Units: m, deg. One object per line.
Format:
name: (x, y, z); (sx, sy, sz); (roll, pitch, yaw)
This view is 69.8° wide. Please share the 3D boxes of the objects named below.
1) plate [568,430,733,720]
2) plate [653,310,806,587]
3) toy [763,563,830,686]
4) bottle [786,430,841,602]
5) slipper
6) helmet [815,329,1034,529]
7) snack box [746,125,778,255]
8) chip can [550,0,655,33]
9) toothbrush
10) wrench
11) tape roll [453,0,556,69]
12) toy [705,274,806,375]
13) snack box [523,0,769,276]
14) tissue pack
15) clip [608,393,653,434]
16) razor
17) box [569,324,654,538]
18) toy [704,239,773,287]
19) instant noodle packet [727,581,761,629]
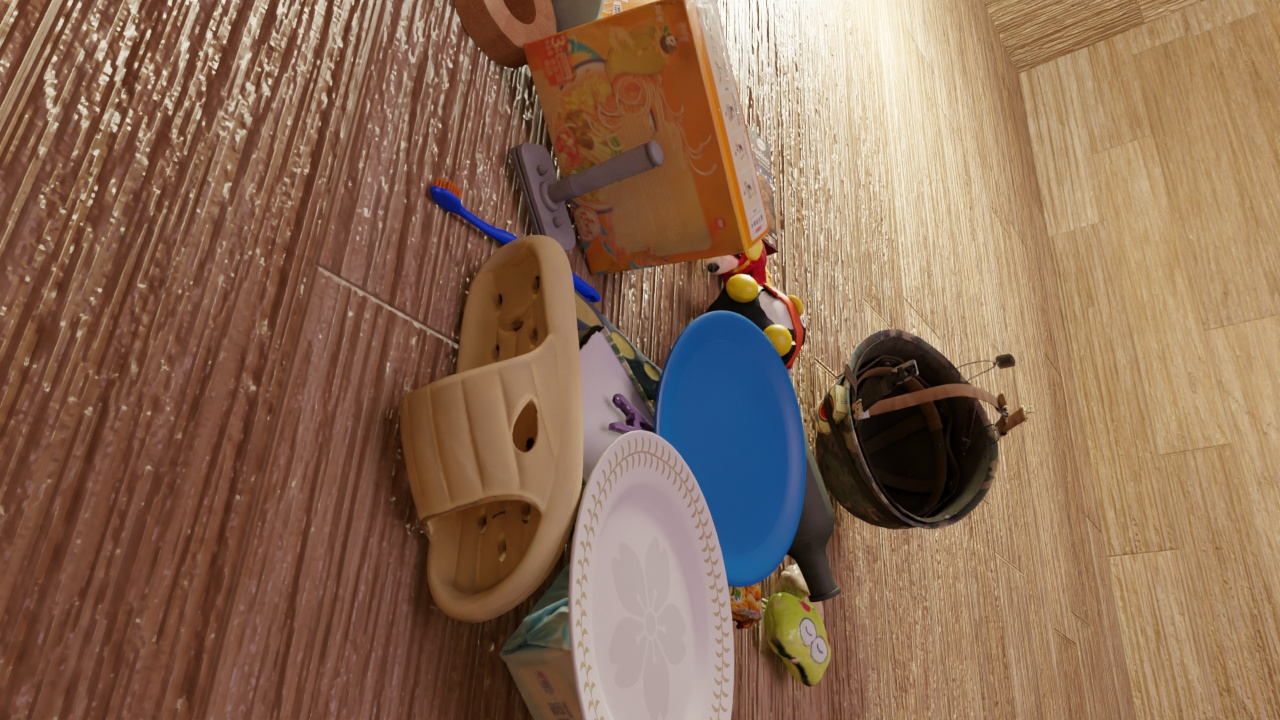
plate: (0.010, 0.166, 0.583); (0.242, 0.016, 0.242); (40, 44, -55)
plate: (0.073, 0.071, 0.757); (0.224, 0.024, 0.224); (14, 72, -50)
toy: (0.152, 0.248, 0.883); (0.092, 0.046, 0.115); (53, 30, -21)
bottle: (0.140, 0.125, 0.873); (0.071, 0.072, 0.206); (-11, 79, -57)
slipper: (-0.093, 0.021, 0.557); (0.079, 0.112, 0.260); (38, 43, -45)
helmet: (0.292, 0.070, 0.995); (0.192, 0.237, 0.224); (8, 77, -20)
snack box: (0.125, -0.190, 1.039); (0.051, 0.032, 0.140); (25, 57, -49)
chip can: (-0.004, -0.307, 0.858); (0.214, 0.075, 0.075); (-7, 82, -57)
toothbrush: (-0.089, -0.086, 0.694); (0.182, 0.016, 0.018); (32, 46, -46)
wrench: (-0.005, 0.004, 0.774); (0.273, 0.022, 0.073); (42, 44, -40)
tape roll: (-0.109, -0.285, 0.738); (0.094, 0.027, 0.093); (28, 54, -48)
toy: (0.117, -0.028, 0.896); (0.119, 0.100, 0.097); (-10, 64, -50)
snack box: (0.009, -0.179, 0.738); (0.080, 0.145, 0.195); (-43, 122, -54)
tissue pack: (-0.017, 0.220, 0.620); (0.111, 0.070, 0.182); (-41, 110, -57)
clip: (-0.007, 0.042, 0.675); (0.050, 0.014, 0.046); (-1, 76, -52)
razor: (-0.036, -0.139, 0.702); (0.047, 0.116, 0.088); (-19, 93, -64)
box: (-0.022, 0.084, 0.693); (0.205, 0.050, 0.117); (59, 39, -22)
toy: (0.106, -0.103, 0.952); (0.137, 0.067, 0.105); (41, 38, -51)
instant noodle packet: (0.069, 0.164, 0.802); (0.098, 0.040, 0.135); (28, 53, -43)
